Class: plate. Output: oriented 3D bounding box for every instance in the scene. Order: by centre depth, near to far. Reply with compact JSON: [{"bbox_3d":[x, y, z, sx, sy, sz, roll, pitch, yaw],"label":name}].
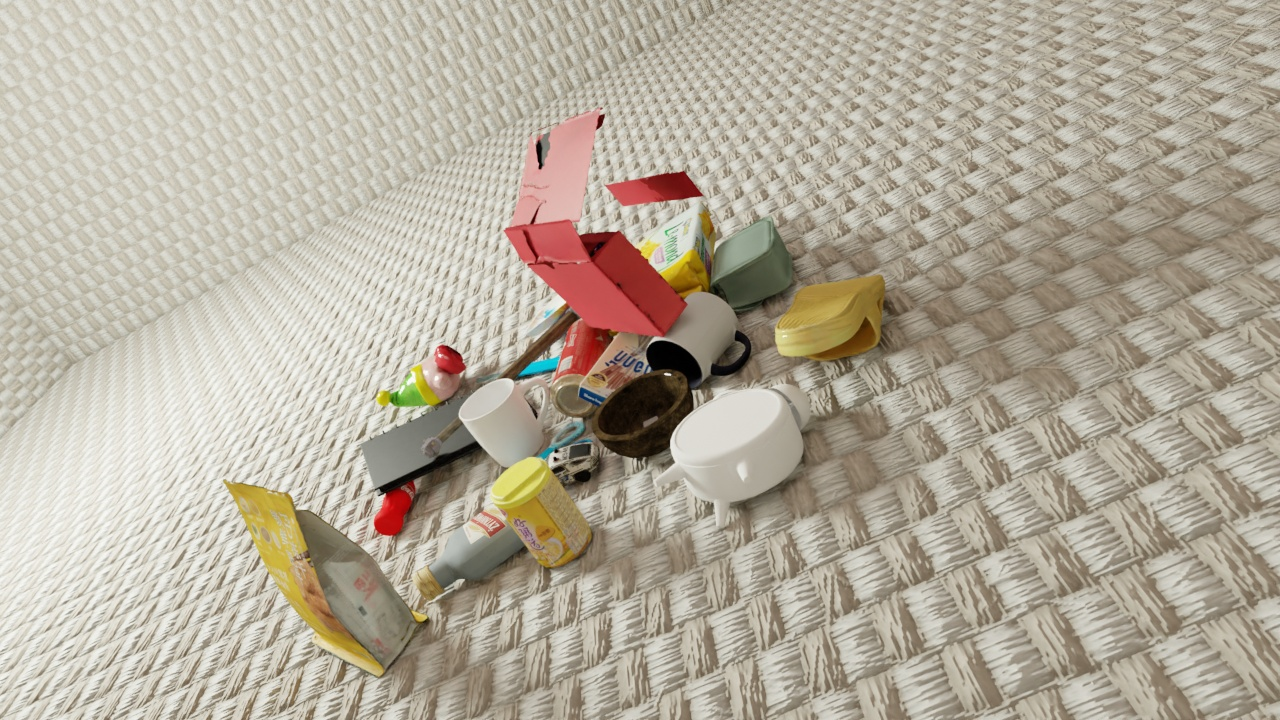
[{"bbox_3d":[-0.100,-0.107,1.438,0.187,0.016,0.186,-38,12,14],"label":"plate"}]

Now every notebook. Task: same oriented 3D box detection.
[{"bbox_3d":[-0.270,0.098,1.277,0.231,0.019,0.169,-25,25,-14],"label":"notebook"}]

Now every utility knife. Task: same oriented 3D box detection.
[{"bbox_3d":[-0.166,0.012,1.367,0.210,0.015,0.031,-10,29,29],"label":"utility knife"}]

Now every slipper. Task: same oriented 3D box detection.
[{"bbox_3d":[0.212,-0.038,0.994,0.100,0.078,0.262,-13,10,26],"label":"slipper"}]

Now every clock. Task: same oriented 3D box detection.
[{"bbox_3d":[0.100,0.089,0.920,0.126,0.073,0.160,-8,27,37],"label":"clock"}]

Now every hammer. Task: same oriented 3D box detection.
[{"bbox_3d":[-0.181,0.020,1.256,0.316,0.028,0.147,-46,0,-29],"label":"hammer"}]

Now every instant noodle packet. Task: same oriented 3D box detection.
[{"bbox_3d":[-0.345,0.214,0.973,0.163,0.222,0.084,3,39,46],"label":"instant noodle packet"}]

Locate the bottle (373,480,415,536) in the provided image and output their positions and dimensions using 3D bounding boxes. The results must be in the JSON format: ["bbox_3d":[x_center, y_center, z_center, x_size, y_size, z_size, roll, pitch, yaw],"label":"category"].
[{"bbox_3d":[-0.318,0.180,1.209,0.036,0.036,0.118,-22,27,16],"label":"bottle"}]

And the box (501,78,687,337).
[{"bbox_3d":[-0.084,-0.166,1.108,0.123,0.316,0.211,-29,17,-23],"label":"box"}]

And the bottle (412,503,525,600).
[{"bbox_3d":[-0.175,0.203,1.013,0.161,0.046,0.072,-36,27,-10],"label":"bottle"}]

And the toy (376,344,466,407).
[{"bbox_3d":[-0.340,0.031,1.438,0.131,0.097,0.124,-54,24,3],"label":"toy"}]

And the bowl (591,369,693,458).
[{"bbox_3d":[0.011,0.070,1.041,0.121,0.056,0.121,-24,27,13],"label":"bowl"}]

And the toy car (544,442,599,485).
[{"bbox_3d":[-0.100,0.127,1.074,0.113,0.040,0.048,-25,26,12],"label":"toy car"}]

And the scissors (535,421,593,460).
[{"bbox_3d":[-0.118,0.127,1.125,0.141,0.014,0.090,-34,29,-12],"label":"scissors"}]

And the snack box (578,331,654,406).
[{"bbox_3d":[-0.007,0.007,1.156,0.082,0.026,0.149,26,50,12],"label":"snack box"}]

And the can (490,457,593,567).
[{"bbox_3d":[-0.102,0.158,0.950,0.068,0.105,0.067,-24,28,13],"label":"can"}]

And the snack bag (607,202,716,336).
[{"bbox_3d":[0.035,-0.122,1.315,0.160,0.068,0.246,-30,24,24],"label":"snack bag"}]

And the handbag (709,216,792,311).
[{"bbox_3d":[0.146,-0.125,1.227,0.106,0.067,0.121,-25,25,21],"label":"handbag"}]

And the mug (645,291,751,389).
[{"bbox_3d":[0.078,-0.019,1.118,0.112,0.079,0.096,21,51,23],"label":"mug"}]

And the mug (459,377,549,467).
[{"bbox_3d":[-0.160,0.073,1.175,0.114,0.088,0.081,-34,27,-7],"label":"mug"}]

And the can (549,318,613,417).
[{"bbox_3d":[-0.076,0.005,1.229,0.067,0.067,0.169,-21,28,18],"label":"can"}]
